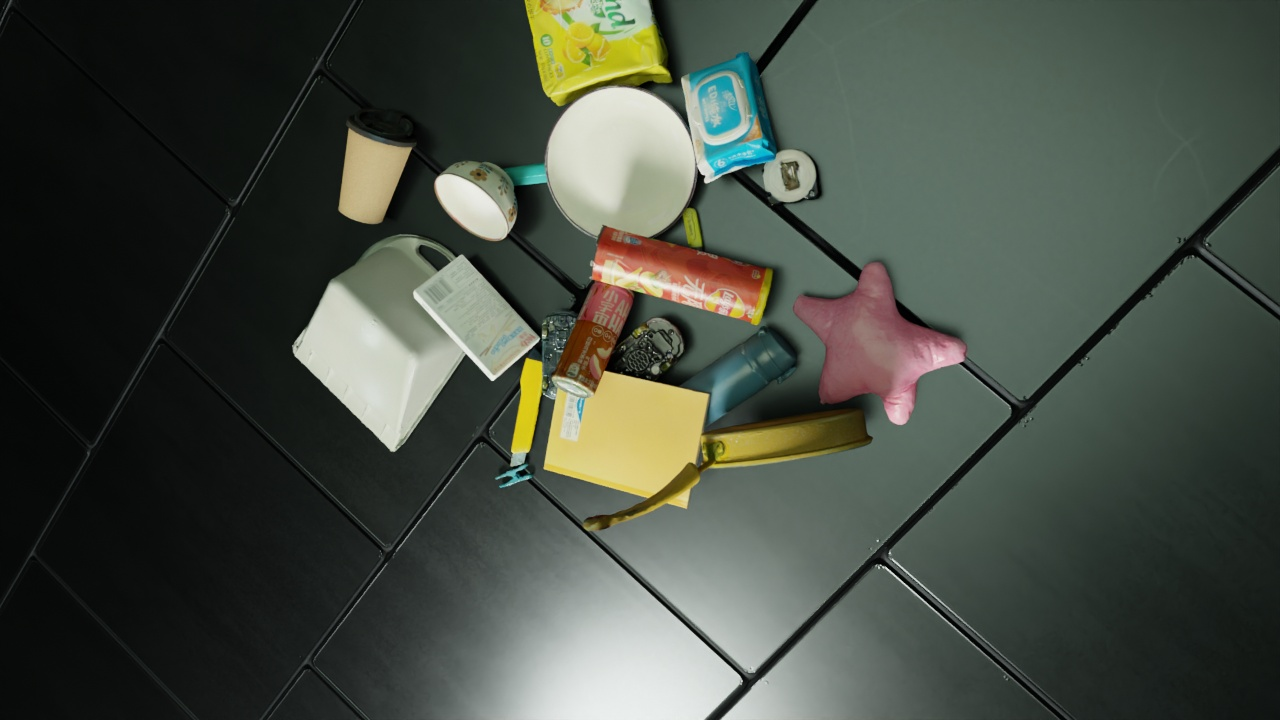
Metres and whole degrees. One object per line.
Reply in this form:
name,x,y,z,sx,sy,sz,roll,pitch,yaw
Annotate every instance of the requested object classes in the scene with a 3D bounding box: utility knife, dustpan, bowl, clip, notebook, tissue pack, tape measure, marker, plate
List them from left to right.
dustpan,-0.346,-0.043,1.300,0.222,0.142,0.259,43,137,7
bowl,-0.204,-0.217,1.190,0.113,0.114,0.062,26,63,12
clip,-0.176,0.162,1.278,0.057,0.014,0.046,-21,94,20
utility knife,-0.155,0.066,1.254,0.033,0.015,0.173,16,103,13
utility knife,-0.124,-0.247,1.196,0.160,0.013,0.029,-3,95,19
plate,-0.022,-0.243,1.140,0.192,0.039,0.193,4,110,11
notebook,-0.021,0.091,1.156,0.206,0.010,0.146,11,93,24
marker,0.072,-0.130,1.154,0.018,0.015,0.124,-9,98,21
tissue pack,0.103,-0.285,1.079,0.090,0.063,0.140,-15,78,22
tape measure,0.179,-0.219,1.097,0.066,0.033,0.066,-10,96,17

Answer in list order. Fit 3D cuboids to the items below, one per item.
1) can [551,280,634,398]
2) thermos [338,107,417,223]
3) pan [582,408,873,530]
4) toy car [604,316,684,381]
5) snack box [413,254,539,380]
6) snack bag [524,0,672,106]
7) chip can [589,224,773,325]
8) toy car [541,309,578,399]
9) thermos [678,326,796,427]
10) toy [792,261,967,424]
can,-0.059,-0.028,1.154,0.058,0.058,0.147,18,72,14
thermos,-0.358,-0.261,1.231,0.093,0.092,0.143,27,114,11
pan,0.097,0.118,1.034,0.356,0.198,0.078,-8,87,-23
toy car,-0.007,0.007,1.185,0.158,0.042,0.070,-40,86,22
snack box,-0.217,-0.058,1.218,0.084,0.027,0.157,-42,89,-22
snack bag,-0.060,-0.442,1.116,0.158,0.068,0.246,-10,96,19
chip can,0.049,-0.105,1.118,0.216,0.073,0.073,16,103,6
toy car,-0.104,-0.007,1.214,0.054,0.036,0.121,2,106,-2
thermos,0.093,0.041,1.149,0.221,0.070,0.070,-35,87,19
toy,0.262,-0.015,1.085,0.194,0.074,0.179,44,118,10
